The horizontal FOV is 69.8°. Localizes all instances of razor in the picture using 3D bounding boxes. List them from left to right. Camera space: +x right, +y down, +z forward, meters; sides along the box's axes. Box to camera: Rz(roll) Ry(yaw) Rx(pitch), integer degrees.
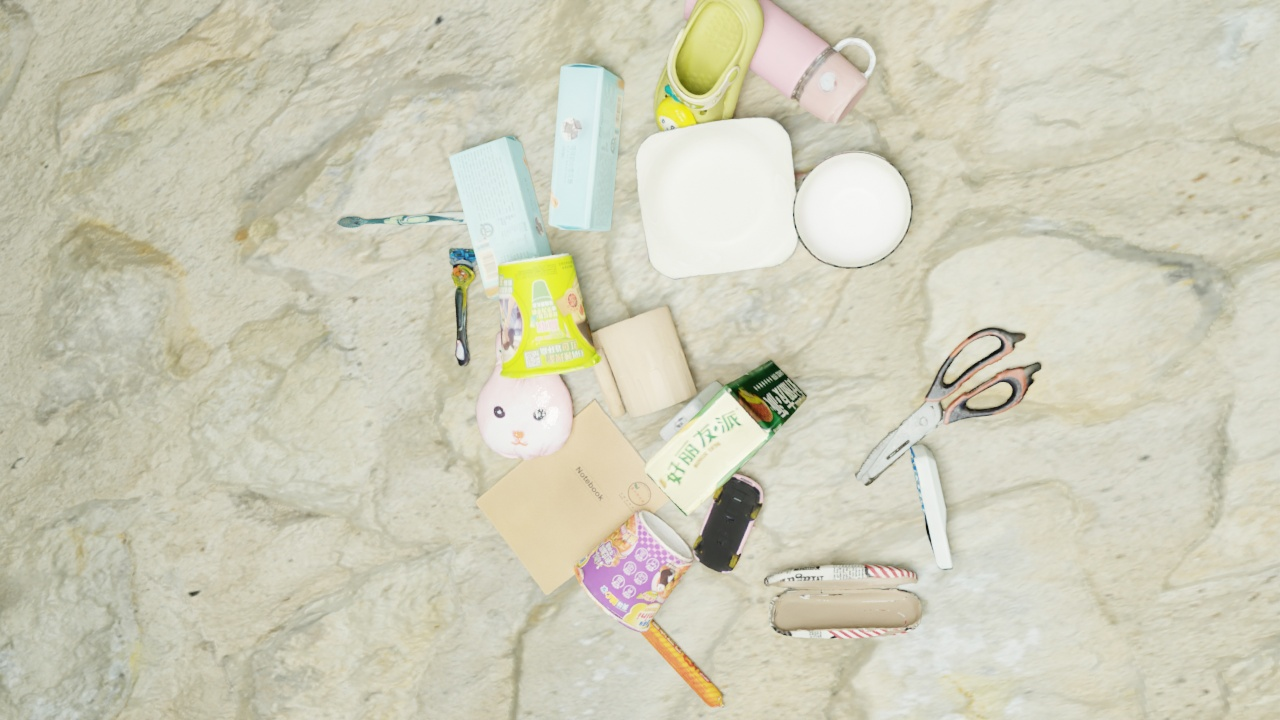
[{"bbox_3d":[-0.214,-0.063,1.100,0.043,0.022,0.143,5,98,18],"label":"razor"}]

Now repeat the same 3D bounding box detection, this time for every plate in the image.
[{"bbox_3d":[0.082,-0.172,0.970,0.164,0.034,0.164,-6,116,6],"label":"plate"}]

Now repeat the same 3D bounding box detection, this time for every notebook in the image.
[{"bbox_3d":[-0.083,0.166,1.094,0.208,0.008,0.148,-40,84,17],"label":"notebook"}]

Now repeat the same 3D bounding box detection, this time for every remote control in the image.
[{"bbox_3d":[0.057,0.053,0.972,0.020,0.135,0.056,46,105,5],"label":"remote control"},{"bbox_3d":[0.301,0.150,0.946,0.024,0.049,0.125,-12,101,13],"label":"remote control"}]

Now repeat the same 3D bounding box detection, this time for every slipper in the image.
[{"bbox_3d":[0.055,-0.289,0.929,0.091,0.081,0.191,40,138,13],"label":"slipper"}]

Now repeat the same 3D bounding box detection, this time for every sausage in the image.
[{"bbox_3d":[0.038,0.343,1.071,0.165,0.021,0.021,46,106,7],"label":"sausage"}]

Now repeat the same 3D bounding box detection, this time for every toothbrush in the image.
[{"bbox_3d":[-0.284,-0.170,1.110,0.192,0.018,0.016,1,96,17],"label":"toothbrush"}]

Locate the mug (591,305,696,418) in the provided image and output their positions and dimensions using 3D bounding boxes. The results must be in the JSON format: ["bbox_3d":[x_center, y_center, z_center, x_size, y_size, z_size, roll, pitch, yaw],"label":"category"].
[{"bbox_3d":[-0.006,0.006,1.022,0.125,0.084,0.103,-19,92,42],"label":"mug"}]

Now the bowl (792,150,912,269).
[{"bbox_3d":[0.217,-0.152,0.936,0.116,0.066,0.116,2,97,15],"label":"bowl"}]

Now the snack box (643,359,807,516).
[{"bbox_3d":[0.092,0.069,0.909,0.063,0.239,0.115,46,107,8],"label":"snack box"}]

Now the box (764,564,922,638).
[{"bbox_3d":[0.214,0.243,0.982,0.163,0.076,0.087,-7,114,19],"label":"box"}]

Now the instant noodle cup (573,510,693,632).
[{"bbox_3d":[-0.002,0.231,1.030,0.111,0.111,0.099,43,98,8],"label":"instant noodle cup"}]

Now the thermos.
[{"bbox_3d":[0.145,-0.329,0.938,0.198,0.067,0.087,39,103,10],"label":"thermos"}]

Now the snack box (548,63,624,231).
[{"bbox_3d":[-0.059,-0.229,1.006,0.052,0.074,0.175,8,98,16],"label":"snack box"}]

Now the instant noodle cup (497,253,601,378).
[{"bbox_3d":[-0.105,-0.051,0.985,0.112,0.111,0.123,-5,98,17],"label":"instant noodle cup"}]

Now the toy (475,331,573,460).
[{"bbox_3d":[-0.135,0.037,1.074,0.121,0.054,0.159,1,88,16],"label":"toy"}]

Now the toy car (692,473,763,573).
[{"bbox_3d":[0.099,0.181,1.028,0.056,0.037,0.123,26,115,15],"label":"toy car"}]

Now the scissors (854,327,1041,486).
[{"bbox_3d":[0.318,0.064,0.957,0.185,0.015,0.209,10,99,15],"label":"scissors"}]

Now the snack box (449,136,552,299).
[{"bbox_3d":[-0.156,-0.162,1.055,0.074,0.051,0.175,-14,93,16],"label":"snack box"}]
